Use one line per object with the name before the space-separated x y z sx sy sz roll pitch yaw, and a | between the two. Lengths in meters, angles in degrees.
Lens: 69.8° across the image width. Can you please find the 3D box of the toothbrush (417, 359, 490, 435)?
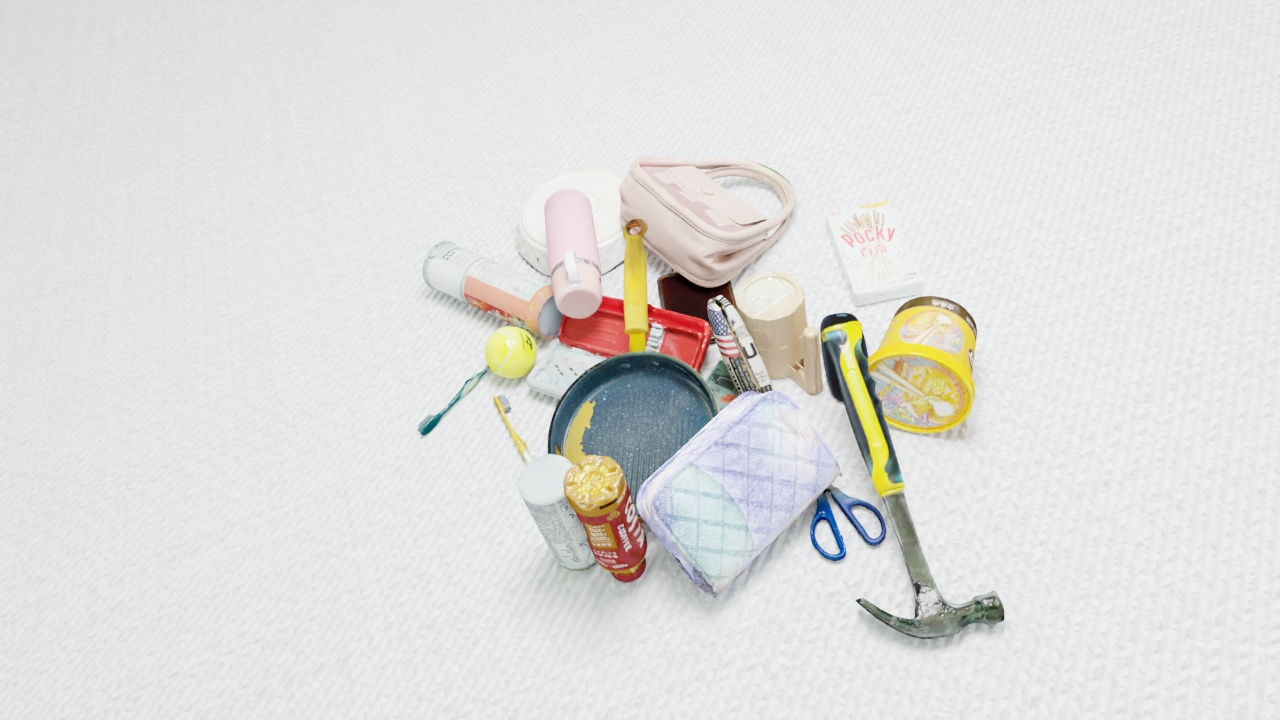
toothbrush | -0.216 0.025 1.173 0.018 0.016 0.191 19 57 39

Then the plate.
plate | -0.083 -0.205 1.312 0.205 0.046 0.204 -6 50 7

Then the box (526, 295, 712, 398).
box | -0.025 -0.002 1.127 0.201 0.058 0.161 15 67 25

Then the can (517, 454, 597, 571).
can | -0.079 0.158 0.940 0.058 0.147 0.058 -7 49 8

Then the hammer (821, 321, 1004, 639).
hammer | 0.241 0.112 0.911 0.126 0.032 0.323 -15 70 2

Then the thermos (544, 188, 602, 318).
thermos | -0.088 -0.144 1.168 0.067 0.087 0.198 -11 45 2

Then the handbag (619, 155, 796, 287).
handbag | 0.108 -0.210 1.235 0.233 0.094 0.193 -25 56 -33

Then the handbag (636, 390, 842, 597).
handbag | 0.100 0.128 0.935 0.193 0.134 0.076 -40 9 -14

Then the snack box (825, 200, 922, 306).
snack box | 0.297 -0.139 1.178 0.085 0.027 0.156 -11 50 4

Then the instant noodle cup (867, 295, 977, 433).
instant noodle cup | 0.311 0.000 1.005 0.118 0.119 0.114 11 46 22

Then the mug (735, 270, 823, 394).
mug | 0.166 -0.030 1.067 0.084 0.104 0.124 -31 50 -13

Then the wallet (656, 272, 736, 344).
wallet | 0.075 -0.068 1.178 0.096 0.020 0.122 -12 51 3

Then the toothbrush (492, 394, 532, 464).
toothbrush | -0.135 0.103 1.087 0.018 0.016 0.191 -22 48 -17

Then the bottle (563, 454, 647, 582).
bottle | -0.029 0.163 0.905 0.057 0.175 0.057 -7 50 8

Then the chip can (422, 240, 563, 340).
chip can | -0.193 -0.096 1.229 0.215 0.071 0.071 24 60 29

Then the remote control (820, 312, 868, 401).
remote control | 0.242 -0.010 1.084 0.053 0.024 0.136 -6 50 7

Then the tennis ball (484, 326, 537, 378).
tennis ball | -0.163 -0.010 1.154 0.065 0.065 0.065 -7 50 8

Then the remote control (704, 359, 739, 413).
remote control | 0.082 0.058 1.069 0.056 0.019 0.134 23 59 29

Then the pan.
pan | -0.006 0.006 1.043 0.198 0.078 0.356 -4 63 16

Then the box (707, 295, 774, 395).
box | 0.119 0.002 1.035 0.052 0.069 0.164 -24 88 -16

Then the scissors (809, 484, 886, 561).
scissors | 0.188 0.142 0.980 0.173 0.012 0.132 30 63 34
